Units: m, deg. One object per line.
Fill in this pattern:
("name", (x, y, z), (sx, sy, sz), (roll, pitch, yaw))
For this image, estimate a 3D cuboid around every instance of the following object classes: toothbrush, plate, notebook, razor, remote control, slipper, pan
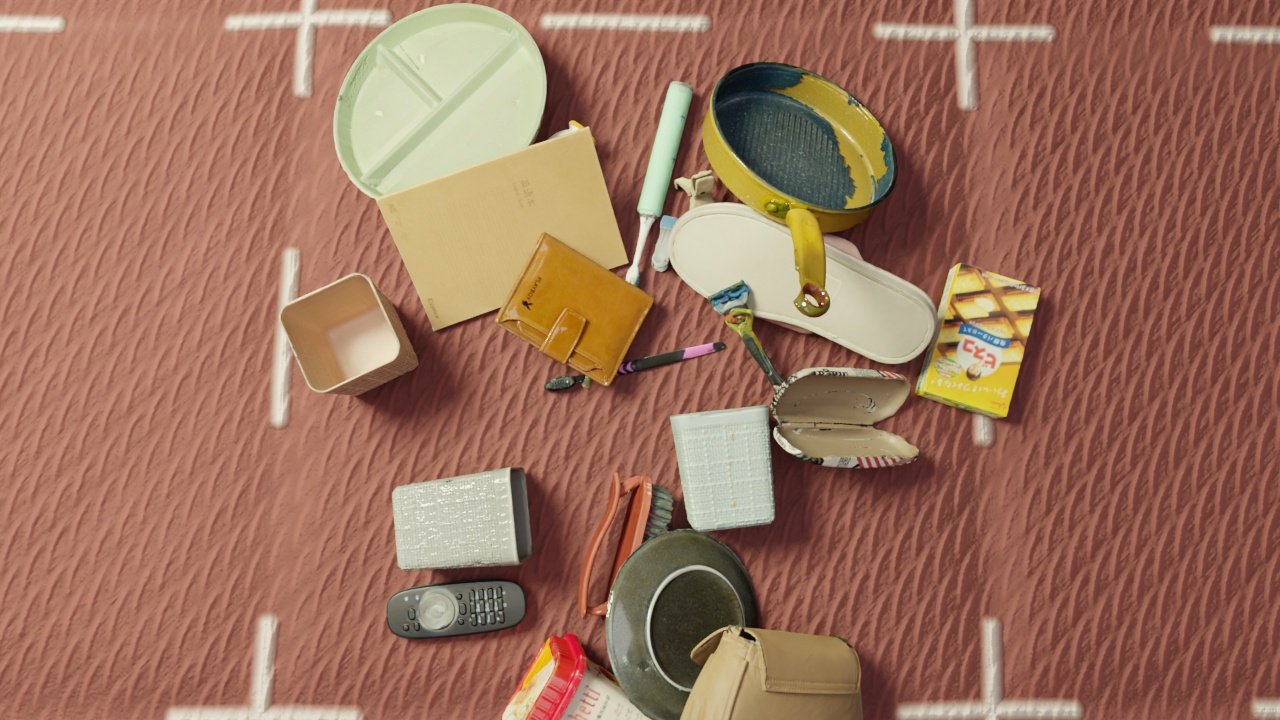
("toothbrush", (0.017, -0.180, 0.945), (0.026, 0.027, 0.224), (11, 82, 24))
("plate", (0.048, 0.247, 0.851), (0.179, 0.024, 0.179), (8, 75, -33))
("plate", (-0.201, -0.254, 0.924), (0.230, 0.027, 0.230), (-3, 75, 13))
("notebook", (-0.130, -0.126, 0.898), (0.211, 0.012, 0.150), (-19, 124, -4))
("razor", (0.116, -0.009, 0.908), (0.043, 0.022, 0.143), (-22, 108, 32))
("toothbrush", (-0.005, 0.005, 0.928), (0.189, 0.018, 0.014), (-13, 92, -4))
("remote control", (-0.178, 0.241, 0.895), (0.136, 0.024, 0.053), (-5, 85, 0))
("slipper", (0.159, -0.080, 0.904), (0.274, 0.054, 0.114), (22, 121, 6))
("pan", (0.148, -0.157, 0.835), (0.197, 0.078, 0.356), (18, 53, -9))

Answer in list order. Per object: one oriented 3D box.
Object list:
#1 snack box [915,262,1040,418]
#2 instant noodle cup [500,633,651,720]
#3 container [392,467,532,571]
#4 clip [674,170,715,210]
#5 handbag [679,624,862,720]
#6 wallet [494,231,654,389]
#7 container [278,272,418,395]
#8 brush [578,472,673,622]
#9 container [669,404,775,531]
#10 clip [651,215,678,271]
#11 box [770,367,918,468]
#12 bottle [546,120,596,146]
("snack box", (0.341, -0.020, 0.928), (0.087, 0.034, 0.140), (18, 85, 2))
("instant noodle cup", (-0.052, 0.334, 0.849), (0.124, 0.117, 0.116), (32, 84, -10))
("container", (-0.169, 0.153, 0.875), (0.114, 0.090, 0.090), (-7, 83, 2))
("clip", (0.056, -0.173, 0.920), (0.035, 0.100, 0.098), (-16, 54, -1))
("handbag", (0.115, 0.314, 0.821), (0.204, 0.100, 0.147), (21, 79, -42))
("wallet", (-0.067, -0.043, 0.899), (0.130, 0.035, 0.119), (30, 73, -16))
("container", (-0.272, -0.019, 0.880), (0.090, 0.111, 0.090), (-26, 84, -4))
("brush", (-0.015, 0.182, 0.884), (0.069, 0.063, 0.145), (16, 82, -12))
("container", (0.080, 0.103, 0.884), (0.090, 0.090, 0.111), (-6, 86, -1))
("clip", (0.027, -0.119, 0.940), (0.024, 0.028, 0.057), (16, 84, 5))
("box", (0.200, 0.053, 0.871), (0.161, 0.075, 0.086), (2, 110, -29))
("bottle", (-0.092, -0.191, 0.927), (0.063, 0.063, 0.108), (41, 84, 4))
